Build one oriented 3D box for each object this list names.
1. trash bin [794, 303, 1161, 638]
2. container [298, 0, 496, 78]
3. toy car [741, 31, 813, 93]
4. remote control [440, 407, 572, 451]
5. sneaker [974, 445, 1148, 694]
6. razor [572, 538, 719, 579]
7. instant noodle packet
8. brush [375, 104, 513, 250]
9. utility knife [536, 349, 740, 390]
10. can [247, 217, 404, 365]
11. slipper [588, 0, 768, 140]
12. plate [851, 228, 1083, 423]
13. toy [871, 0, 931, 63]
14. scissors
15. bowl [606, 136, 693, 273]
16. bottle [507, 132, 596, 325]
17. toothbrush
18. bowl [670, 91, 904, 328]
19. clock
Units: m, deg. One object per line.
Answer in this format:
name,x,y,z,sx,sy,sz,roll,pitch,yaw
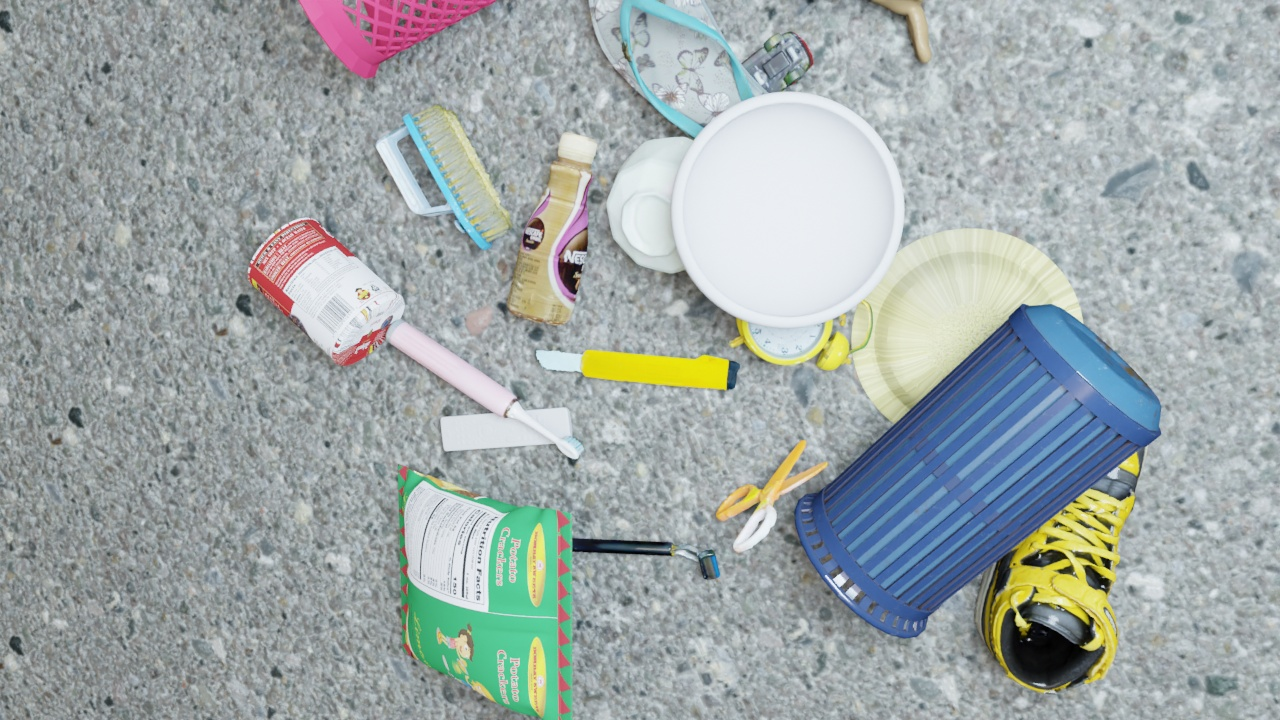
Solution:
trash bin,0.251,0.081,0.694,0.139,0.139,0.250,43,116,6
container,-0.164,-0.364,0.761,0.226,0.183,0.183,-19,92,8
toy car,0.101,-0.236,0.770,0.091,0.036,0.042,-33,91,26
remote control,-0.128,0.065,0.876,0.131,0.012,0.033,-5,93,14
sneaker,0.335,0.147,0.716,0.086,0.122,0.239,19,102,9
razor,0.003,0.177,0.855,0.144,0.022,0.043,4,137,17
instant noodle packet,-0.149,0.211,0.840,0.253,0.090,0.195,7,99,43
brush,-0.177,-0.159,0.839,0.075,0.055,0.136,-29,89,11
utility knife,-0.005,0.005,0.836,0.191,0.018,0.030,5,93,10
can,-0.294,-0.064,0.863,0.116,0.086,0.087,41,104,7
slipper,0.038,-0.232,0.756,0.098,0.054,0.269,-39,90,36
plate,0.269,-0.016,0.756,0.184,0.036,0.184,2,97,14
toy,0.182,-0.307,0.717,0.108,0.105,0.134,4,94,2
scissors,0.109,0.118,0.783,0.011,0.127,0.126,45,124,-14
bowl,0.021,-0.124,0.772,0.117,0.061,0.118,12,121,20
bottle,-0.073,-0.117,0.817,0.060,0.059,0.166,16,100,11
toothbrush,-0.146,0.028,0.860,0.222,0.026,0.027,32,135,12
bowl,0.110,-0.114,0.716,0.176,0.066,0.176,0,94,-2
clock,0.136,-0.035,0.777,0.119,0.057,0.083,5,98,5
